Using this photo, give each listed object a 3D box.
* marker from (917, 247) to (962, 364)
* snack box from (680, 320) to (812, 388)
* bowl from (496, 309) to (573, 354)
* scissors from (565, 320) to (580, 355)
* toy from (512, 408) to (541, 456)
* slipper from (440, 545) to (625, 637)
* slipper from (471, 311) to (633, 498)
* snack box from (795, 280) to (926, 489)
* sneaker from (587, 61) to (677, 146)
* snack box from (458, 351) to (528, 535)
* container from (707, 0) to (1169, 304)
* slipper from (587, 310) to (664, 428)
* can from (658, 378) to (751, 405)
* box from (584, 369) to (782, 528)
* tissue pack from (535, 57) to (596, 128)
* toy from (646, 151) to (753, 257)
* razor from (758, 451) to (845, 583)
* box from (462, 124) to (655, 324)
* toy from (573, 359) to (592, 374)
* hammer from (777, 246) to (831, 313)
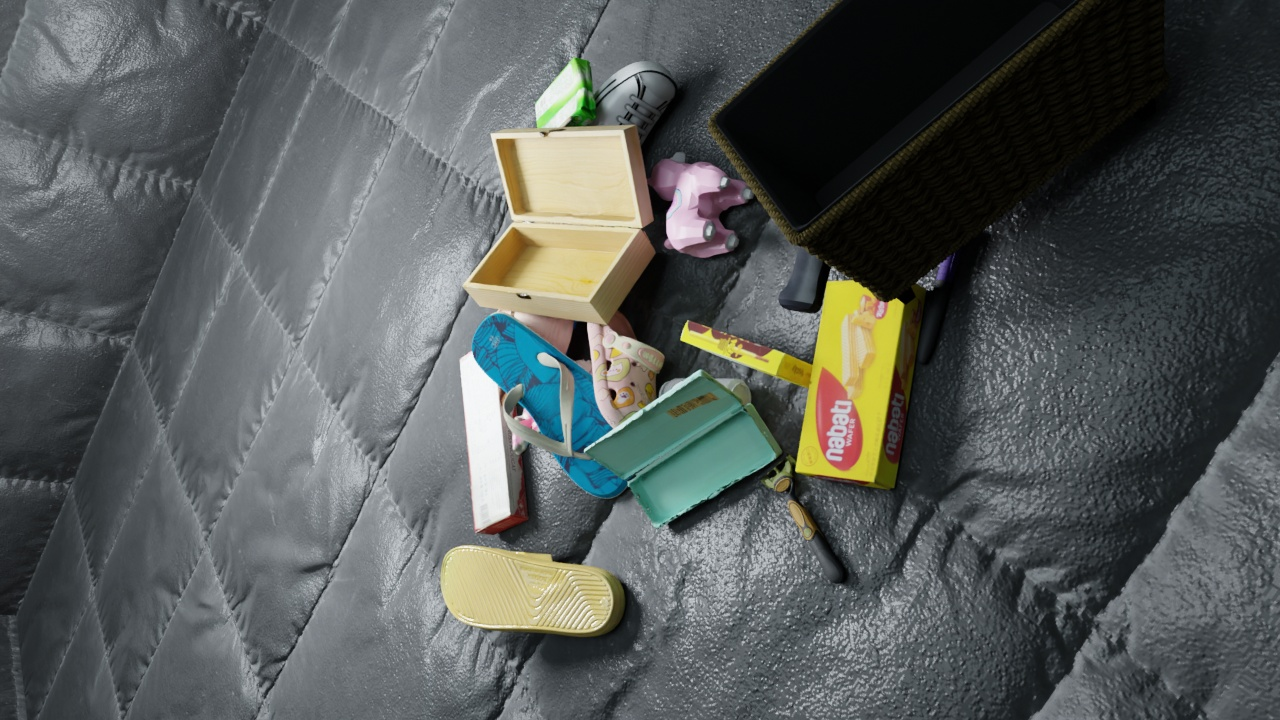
[{"bbox_3d":[0.286,-0.061,0.873,0.018,0.015,0.134,-173,100,-77],"label":"marker"},{"bbox_3d":[0.115,-0.008,0.997,0.149,0.061,0.025,22,92,47],"label":"snack box"},{"bbox_3d":[-0.162,-0.032,1.252,0.153,0.076,0.152,-37,40,40],"label":"bowl"},{"bbox_3d":[-0.096,-0.050,1.260,0.127,0.013,0.125,-5,73,43],"label":"scissors"},{"bbox_3d":[-0.138,0.086,1.237,0.065,0.050,0.102,-33,26,16],"label":"toy"},{"bbox_3d":[-0.132,0.290,1.142,0.264,0.078,0.099,0,76,28],"label":"slipper"},{"bbox_3d":[-0.115,0.047,1.143,0.295,0.060,0.118,44,103,19],"label":"slipper"},{"bbox_3d":[0.215,0.020,0.899,0.092,0.042,0.200,3,79,45],"label":"snack box"},{"bbox_3d":[-0.038,-0.281,1.224,0.246,0.091,0.097,-44,50,24],"label":"sneaker"},{"bbox_3d":[-0.209,0.106,1.303,0.077,0.044,0.272,-28,59,30],"label":"snack box"},{"bbox_3d":[0.261,-0.211,0.780,0.322,0.205,0.176,-40,51,17],"label":"container"},{"bbox_3d":[-0.007,0.006,1.104,0.082,0.093,0.197,-32,50,22],"label":"slipper"},{"bbox_3d":[0.072,0.042,1.037,0.107,0.044,0.044,-1,76,45],"label":"can"},{"bbox_3d":[0.044,0.096,1.004,0.187,0.055,0.138,-35,99,31],"label":"box"},{"bbox_3d":[-0.101,-0.332,1.218,0.114,0.034,0.099,-34,51,40],"label":"tissue pack"},{"bbox_3d":[0.061,-0.191,1.111,0.158,0.067,0.123,20,92,51],"label":"toy"},{"bbox_3d":[0.166,0.161,0.921,0.044,0.021,0.144,-47,51,24],"label":"razor"},{"bbox_3d":[-0.101,-0.176,1.181,0.248,0.118,0.252,11,96,41],"label":"box"},{"bbox_3d":[-0.070,0.034,1.187,0.109,0.041,0.095,-18,52,37],"label":"toy"},{"bbox_3d":[0.202,-0.201,0.971,0.139,0.035,0.312,12,82,35],"label":"hammer"}]
